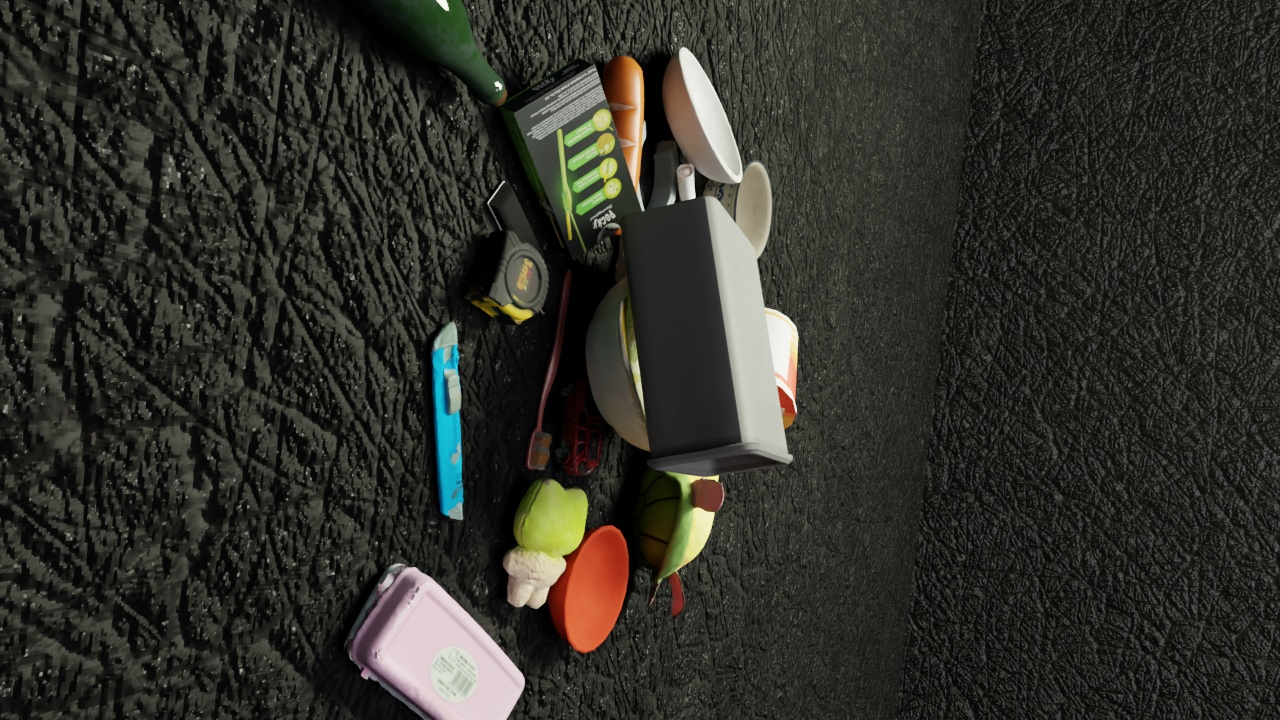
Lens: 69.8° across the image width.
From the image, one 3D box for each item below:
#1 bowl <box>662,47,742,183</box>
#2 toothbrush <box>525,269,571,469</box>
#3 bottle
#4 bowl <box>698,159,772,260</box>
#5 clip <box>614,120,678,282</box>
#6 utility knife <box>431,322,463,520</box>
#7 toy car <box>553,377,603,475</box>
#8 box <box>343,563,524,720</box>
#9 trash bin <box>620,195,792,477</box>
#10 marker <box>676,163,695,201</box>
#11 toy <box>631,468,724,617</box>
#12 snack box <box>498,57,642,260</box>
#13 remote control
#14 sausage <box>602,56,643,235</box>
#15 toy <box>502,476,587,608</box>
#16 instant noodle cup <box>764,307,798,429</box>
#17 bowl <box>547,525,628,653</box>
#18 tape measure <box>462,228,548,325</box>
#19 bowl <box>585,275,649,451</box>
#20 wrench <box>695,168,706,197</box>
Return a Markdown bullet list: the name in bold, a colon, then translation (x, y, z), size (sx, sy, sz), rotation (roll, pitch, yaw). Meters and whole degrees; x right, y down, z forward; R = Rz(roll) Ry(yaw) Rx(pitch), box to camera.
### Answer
- **bowl**: translation (0.058, -0.250, 0.965), size (0.149, 0.043, 0.149), rotation (52, 26, -39)
- **toothbrush**: translation (-0.078, 0.007, 0.823), size (0.015, 0.016, 0.184), rotation (22, 75, -55)
- **bottle**: translation (-0.139, -0.225, 0.607), size (0.174, 0.055, 0.055), rotation (42, 59, -59)
- **bowl**: translation (0.104, -0.173, 1.059), size (0.115, 0.059, 0.115), rotation (-22, 115, -60)
- **clip**: translation (0.016, -0.155, 0.952), size (0.143, 0.029, 0.172), rotation (-11, 106, -60)
- **utility knife**: translation (-0.146, 0.051, 0.702), size (0.031, 0.015, 0.158), rotation (-22, 117, -55)
- **toy car**: translation (-0.056, 0.062, 0.859), size (0.042, 0.036, 0.091), rotation (3, 87, -63)
- **box**: translation (-0.155, 0.235, 0.706), size (0.086, 0.044, 0.202), rotation (-59, 145, -29)
- **trash bin**: translation (0.063, -0.012, 0.843), size (0.191, 0.098, 0.219), rotation (26, 55, -69)
- **marker**: translation (0.053, -0.168, 0.992), size (0.020, 0.017, 0.134), rotation (-48, 161, -14)
- **toy**: translation (0.038, 0.153, 0.993), size (0.190, 0.087, 0.238), rotation (166, -67, -81)
- **snack box**: translation (-0.055, -0.167, 0.775), size (0.080, 0.025, 0.148), rotation (-36, 134, -17)
- **remote control**: translation (-0.095, -0.092, 0.769), size (0.028, 0.012, 0.124), rotation (-63, 147, -34)
- **sausage**: translation (-0.020, -0.199, 0.859), size (0.044, 0.039, 0.164), rotation (-3, 99, -58)
- **toy**: translation (-0.086, 0.162, 0.811), size (0.092, 0.046, 0.115), rotation (31, 76, -60)
- **instant noodle cup**: translation (0.140, 0.009, 1.143), size (0.123, 0.124, 0.120), rotation (67, 32, -44)
- **bowl**: translation (-0.055, 0.218, 0.893), size (0.121, 0.035, 0.122), rotation (-23, 116, -59)
- **tape measure**: translation (-0.105, -0.064, 0.732), size (0.062, 0.038, 0.067), rotation (40, 58, -49)
- **bowl**: translation (-0.005, 0.005, 0.881), size (0.219, 0.060, 0.188), rotation (36, 48, -65)
- **wrench**: translation (0.078, -0.163, 1.089), size (0.069, 0.010, 0.274), rotation (-41, 131, -53)
